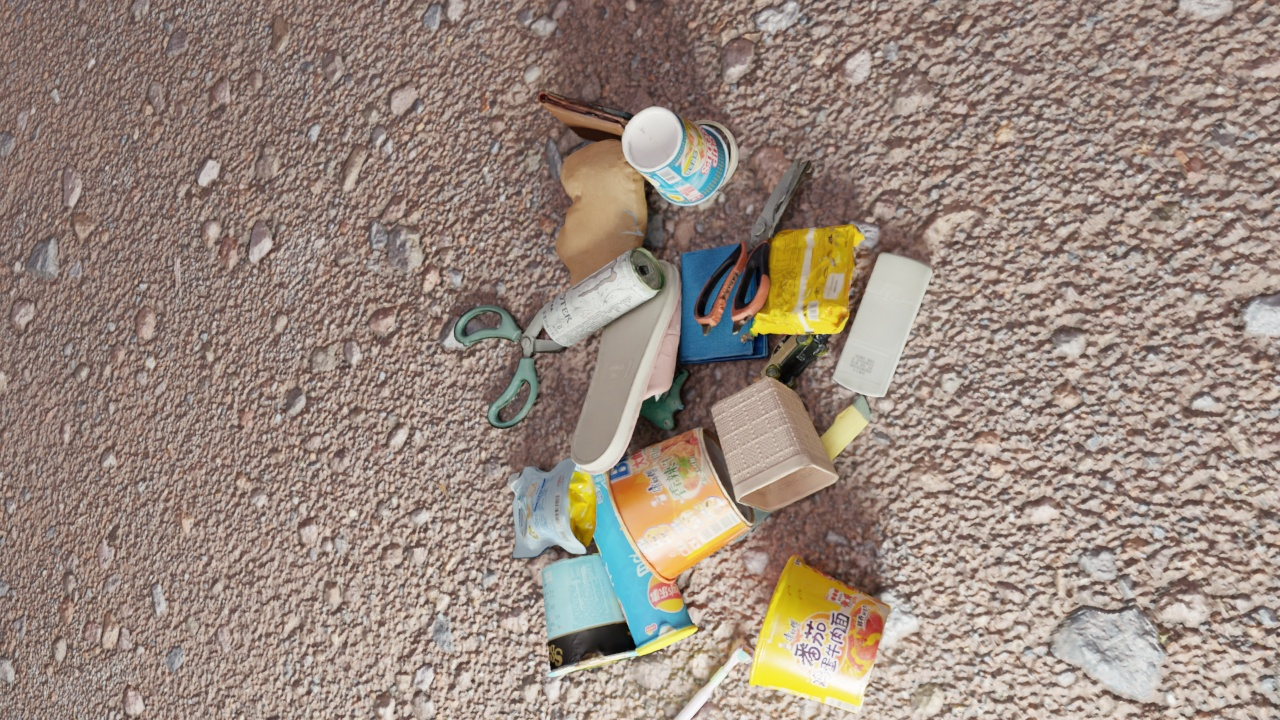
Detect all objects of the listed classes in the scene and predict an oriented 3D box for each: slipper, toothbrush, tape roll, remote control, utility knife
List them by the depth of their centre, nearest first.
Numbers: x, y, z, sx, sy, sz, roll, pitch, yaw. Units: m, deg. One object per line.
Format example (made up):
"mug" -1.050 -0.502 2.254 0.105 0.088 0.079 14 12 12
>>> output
"remote control" 0.254 -0.037 0.965 0.058 0.021 0.150 23 95 26
"utility knife" 0.169 0.123 0.995 0.219 0.022 0.031 -45 64 9
"toothbrush" 0.062 0.388 1.025 0.189 0.029 0.021 -52 27 15
"slipper" -0.006 0.006 1.028 0.114 0.054 0.273 -16 48 45
"tape roll" 0.072 -0.238 1.075 0.086 0.014 0.085 -2 85 26

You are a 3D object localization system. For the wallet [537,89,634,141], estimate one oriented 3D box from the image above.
"wallet" -0.049 -0.284 1.089 0.125 0.101 0.032 21 93 26

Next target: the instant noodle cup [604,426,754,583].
"instant noodle cup" 0.047 0.148 0.988 0.111 0.151 0.151 -29 74 13

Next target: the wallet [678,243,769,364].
"wallet" 0.094 -0.063 1.035 0.106 0.040 0.133 -5 75 26

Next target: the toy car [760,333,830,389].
"toy car" 0.165 -0.005 0.995 0.090 0.042 0.035 -51 45 8

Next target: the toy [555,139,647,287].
"toy" -0.049 -0.150 1.091 0.144 0.082 0.226 1 87 54

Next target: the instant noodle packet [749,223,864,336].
"instant noodle packet" 0.178 -0.083 0.975 0.111 0.044 0.128 -2 60 31

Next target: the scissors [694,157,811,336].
"scissors" 0.134 -0.124 0.990 0.207 0.015 0.192 -37 42 23

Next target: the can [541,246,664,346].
"can" -0.044 -0.071 1.044 0.147 0.058 0.058 -29 73 33

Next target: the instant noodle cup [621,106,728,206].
"instant noodle cup" 0.034 -0.231 1.023 0.099 0.109 0.099 -2 86 25

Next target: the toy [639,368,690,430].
"toy" 0.014 0.041 1.073 0.092 0.030 0.096 34 92 20

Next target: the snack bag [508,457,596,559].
"snack bag" -0.110 0.175 1.075 0.191 0.038 0.110 -21 78 57

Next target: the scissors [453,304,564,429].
"scissors" -0.181 -0.009 1.177 0.180 0.019 0.170 31 101 26

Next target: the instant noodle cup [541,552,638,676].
"instant noodle cup" -0.063 0.288 1.051 0.111 0.111 0.120 -23 68 22

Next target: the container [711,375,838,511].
"container" 0.138 0.087 0.966 0.090 0.090 0.110 -30 59 23

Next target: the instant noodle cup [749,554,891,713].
"instant noodle cup" 0.183 0.278 0.918 0.110 0.138 0.138 16 93 18

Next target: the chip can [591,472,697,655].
"chip can" -0.010 0.218 1.035 0.071 0.071 0.210 -32 68 20
